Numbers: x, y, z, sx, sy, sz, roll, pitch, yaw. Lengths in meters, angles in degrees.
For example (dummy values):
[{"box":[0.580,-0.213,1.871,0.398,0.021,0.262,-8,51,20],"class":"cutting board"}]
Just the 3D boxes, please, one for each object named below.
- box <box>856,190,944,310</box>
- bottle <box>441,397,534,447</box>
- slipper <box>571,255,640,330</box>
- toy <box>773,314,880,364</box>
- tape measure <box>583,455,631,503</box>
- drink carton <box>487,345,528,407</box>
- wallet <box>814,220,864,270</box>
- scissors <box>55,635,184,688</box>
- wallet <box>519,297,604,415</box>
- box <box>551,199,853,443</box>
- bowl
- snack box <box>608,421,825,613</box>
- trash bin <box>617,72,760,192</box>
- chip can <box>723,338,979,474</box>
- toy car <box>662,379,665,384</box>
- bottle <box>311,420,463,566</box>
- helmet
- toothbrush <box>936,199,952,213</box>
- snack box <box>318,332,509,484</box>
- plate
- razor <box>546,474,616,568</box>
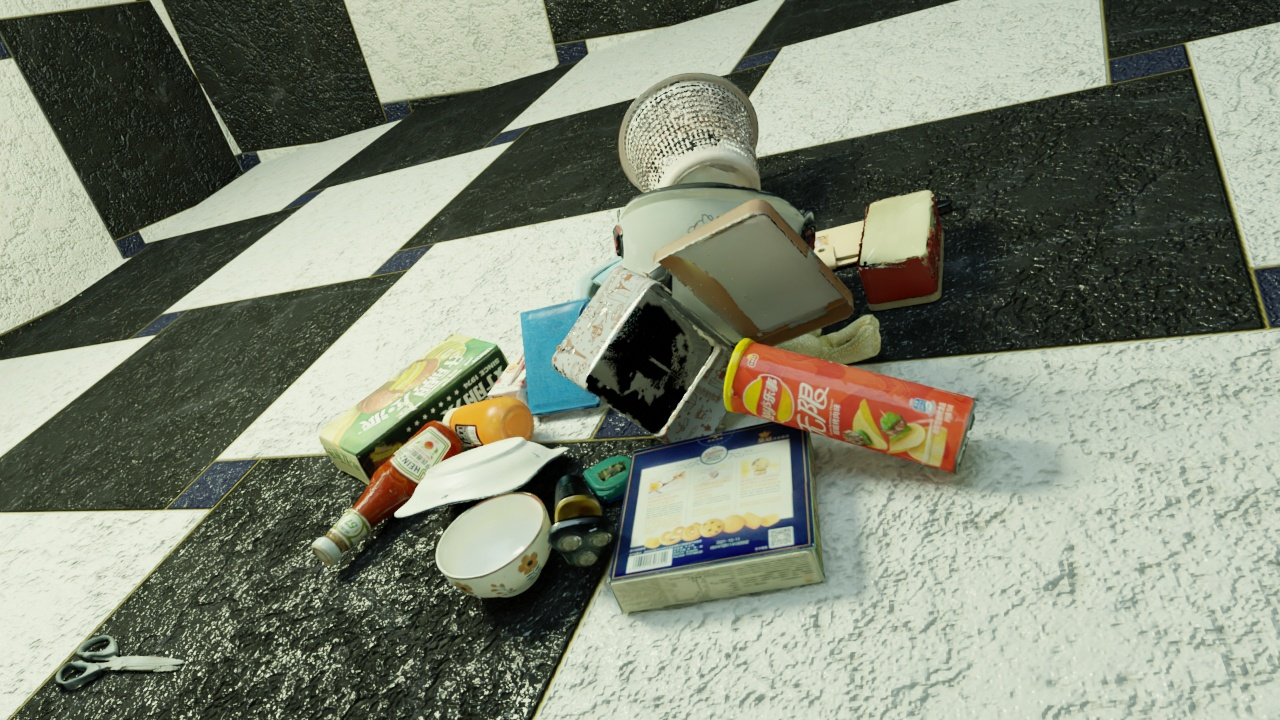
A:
[{"box":[0.311,-0.140,1.090,0.091,0.079,0.167,-9,33,25],"class":"box"},{"box":[-0.194,0.078,1.112,0.150,0.067,0.066,-3,34,45],"class":"bottle"},{"box":[-0.004,-0.095,1.225,0.074,0.104,0.244,2,31,34],"class":"slipper"},{"box":[0.182,-0.012,0.983,0.158,0.066,0.105,-14,47,31],"class":"toy"},{"box":[-0.029,0.121,0.954,0.054,0.025,0.058,-30,30,-10],"class":"tape measure"},{"box":[-0.145,0.019,1.185,0.054,0.045,0.122,-8,32,27],"class":"drink carton"},{"box":[0.238,-0.144,1.203,0.115,0.024,0.087,-11,39,20],"class":"wallet"},{"box":[-0.569,0.338,0.998,0.135,0.014,0.175,-36,34,-25],"class":"scissors"},{"box":[-0.095,-0.003,1.115,0.106,0.133,0.040,-10,-8,24],"class":"wallet"},{"box":[0.061,-0.034,0.920,0.274,0.179,0.126,-41,38,16],"class":"box"},{"box":[-0.131,0.186,0.881,0.113,0.062,0.113,-19,28,10],"class":"bowl"},{"box":[0.071,0.136,0.836,0.178,0.046,0.182,-13,30,16],"class":"snack box"},{"box":[0.089,-0.291,1.389,0.227,0.228,0.191,-19,42,7],"class":"trash bin"},{"box":[0.185,0.040,0.826,0.217,0.073,0.073,16,44,22],"class":"chip can"},{"box":[-0.006,0.006,1.081,0.090,0.035,0.042,28,43,11],"class":"toy car"},{"box":[-0.289,0.151,1.053,0.060,0.060,0.205,5,39,40],"class":"bottle"},{"box":[0.084,-0.096,1.055,0.230,0.157,0.274,1,-3,7],"class":"helmet"},{"box":[0.319,-0.178,1.219,0.190,0.016,0.014,-17,39,16],"class":"toothbrush"},{"box":[-0.290,0.060,1.202,0.115,0.063,0.239,14,46,46],"class":"snack box"},{"box":[-0.172,0.117,0.988,0.164,0.034,0.164,-16,5,20],"class":"plate"},{"box":[-0.062,0.148,0.884,0.062,0.067,0.167,-7,9,-7],"class":"razor"}]
